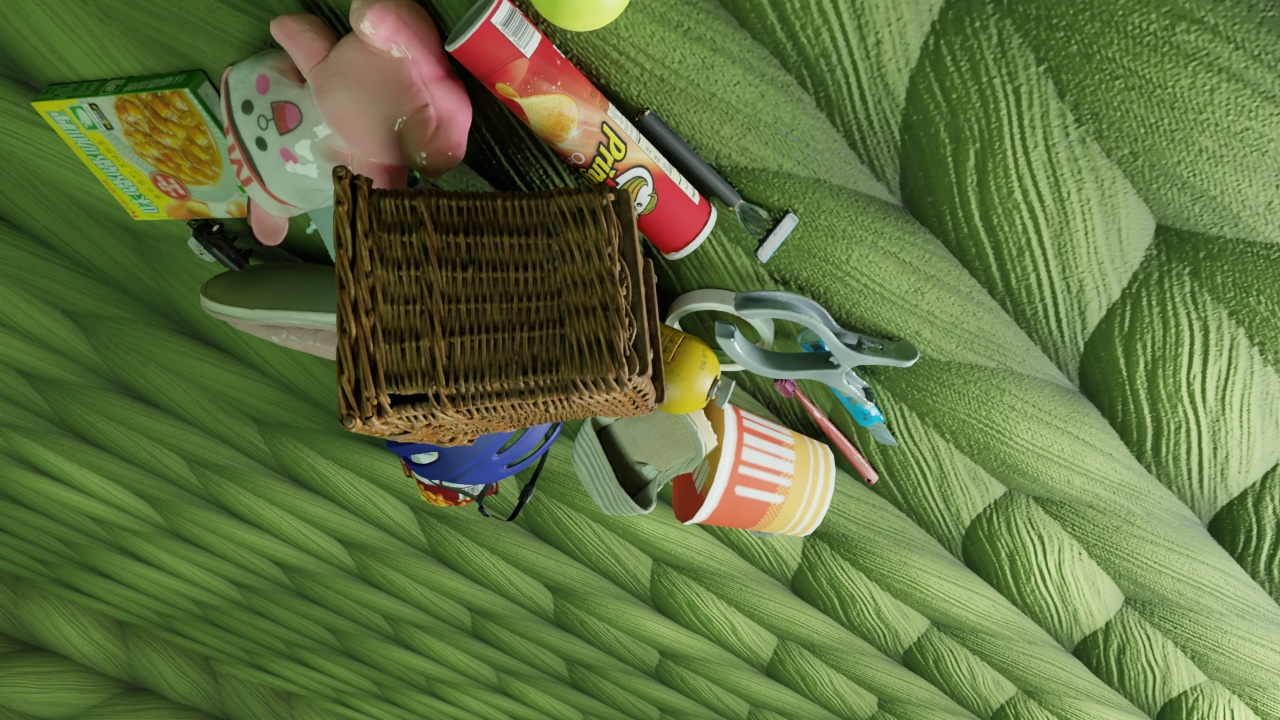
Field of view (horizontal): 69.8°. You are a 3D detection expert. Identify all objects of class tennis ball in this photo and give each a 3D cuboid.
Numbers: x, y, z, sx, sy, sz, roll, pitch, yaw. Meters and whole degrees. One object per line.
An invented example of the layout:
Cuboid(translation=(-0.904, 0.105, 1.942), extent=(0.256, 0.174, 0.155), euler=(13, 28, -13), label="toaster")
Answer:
Cuboid(translation=(-0.035, -0.222, 0.522), extent=(0.065, 0.065, 0.065), euler=(11, 145, 8), label="tennis ball")

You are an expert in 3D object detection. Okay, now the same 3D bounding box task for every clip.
Cuboid(translation=(0.149, -0.021, 0.744), extent=(0.163, 0.028, 0.115), euler=(20, 135, -16), label="clip")

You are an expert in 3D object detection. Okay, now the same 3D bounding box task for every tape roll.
Cuboid(translation=(0.068, -0.025, 0.794), extent=(0.094, 0.018, 0.094), euler=(11, 145, 7), label="tape roll")

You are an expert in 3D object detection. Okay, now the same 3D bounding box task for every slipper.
Cuboid(translation=(-0.010, 0.095, 0.911), extent=(0.114, 0.053, 0.273), euler=(58, 149, 7), label="slipper")
Cuboid(translation=(-0.269, -0.041, 0.837), extent=(0.274, 0.114, 0.054), euler=(7, 120, 9), label="slipper")

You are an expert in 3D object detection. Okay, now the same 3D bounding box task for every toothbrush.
Cuboid(translation=(0.179, 0.068, 0.879), extent=(0.016, 0.016, 0.190), euler=(-16, 134, 36), label="toothbrush")

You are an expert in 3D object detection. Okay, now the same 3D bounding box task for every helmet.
Cuboid(translation=(-0.139, 0.069, 0.891), extent=(0.242, 0.147, 0.228), euler=(-5, 137, 41), label="helmet")

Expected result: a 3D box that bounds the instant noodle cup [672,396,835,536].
Cuboid(translation=(0.110, 0.109, 0.883), extent=(0.121, 0.123, 0.124), euler=(16, 146, -14), label="instant noodle cup")

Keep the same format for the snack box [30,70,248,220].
Cuboid(translation=(-0.399, -0.175, 0.771), extent=(0.168, 0.027, 0.132), euler=(2, 142, 20), label="snack box")

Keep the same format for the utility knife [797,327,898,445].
Cuboid(translation=(0.188, 0.027, 0.822), extent=(0.031, 0.015, 0.185), euler=(-11, 138, 38), label="utility knife")

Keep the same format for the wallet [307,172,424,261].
Cuboid(translation=(-0.214, -0.103, 0.762), extent=(0.100, 0.054, 0.132), euler=(4, 146, 8), label="wallet")

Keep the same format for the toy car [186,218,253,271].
Cuboid(translation=(-0.384, -0.105, 0.829), extent=(0.092, 0.037, 0.040), euler=(29, 164, 47), label="toy car")

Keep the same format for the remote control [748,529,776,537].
Cuboid(translation=(0.121, 0.162, 1.034), extent=(0.033, 0.013, 0.136), euler=(-3, 141, 26), label="remote control")

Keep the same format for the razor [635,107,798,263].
Cuboid(translation=(0.051, -0.130, 0.657), extent=(0.144, 0.043, 0.022), euler=(38, -178, -22), label="razor")

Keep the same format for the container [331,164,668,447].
Cuboid(translation=(-0.081, -0.029, 0.646), extent=(0.183, 0.162, 0.250), euler=(-6, 173, 3), label="container")

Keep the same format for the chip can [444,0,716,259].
Cuboid(translation=(-0.035, -0.155, 0.628), extent=(0.052, 0.051, 0.214), euler=(-21, 131, 41), label="chip can")

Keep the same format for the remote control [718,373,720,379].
Cuboid(translation=(-0.005, 0.005, 0.865), extent=(0.151, 0.019, 0.074), euler=(20, 145, -5), label="remote control")

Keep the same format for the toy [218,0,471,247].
Cuboid(translation=(-0.218, -0.168, 0.647), extent=(0.214, 0.084, 0.142), euler=(-14, 102, 29), label="toy")

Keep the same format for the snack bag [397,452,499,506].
Cuboid(translation=(-0.225, 0.091, 1.040), extent=(0.139, 0.066, 0.208), euler=(8, 143, 3), label="snack bag")

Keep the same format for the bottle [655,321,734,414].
Cuboid(translation=(0.000, -0.003, 0.778), extent=(0.164, 0.070, 0.071), euler=(23, 147, 12), label="bottle")

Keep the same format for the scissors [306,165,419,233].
Cuboid(translation=(-0.237, -0.135, 0.772), extent=(0.093, 0.032, 0.175), euler=(24, 149, -15), label="scissors")
